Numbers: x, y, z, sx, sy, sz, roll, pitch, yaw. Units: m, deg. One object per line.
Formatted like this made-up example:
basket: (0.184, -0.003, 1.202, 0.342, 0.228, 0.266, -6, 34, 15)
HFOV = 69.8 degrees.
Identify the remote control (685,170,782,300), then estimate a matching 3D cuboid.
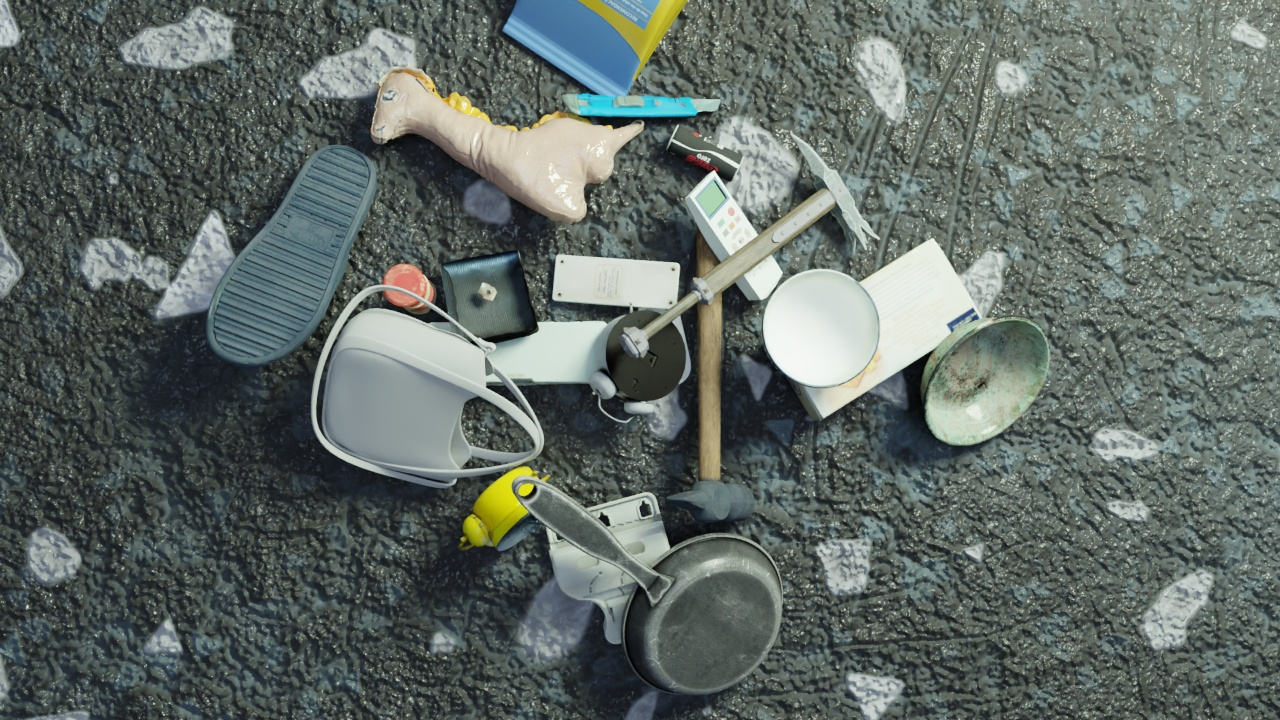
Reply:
remote control: (0.098, -0.128, 0.981, 0.143, 0.024, 0.049, 53, 57, -19)

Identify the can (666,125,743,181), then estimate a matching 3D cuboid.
can: (0.070, -0.226, 1.001, 0.080, 0.031, 0.031, 25, 88, -2)

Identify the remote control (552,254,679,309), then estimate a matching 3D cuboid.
remote control: (-0.027, -0.085, 0.995, 0.136, 0.011, 0.050, 5, 89, 7)

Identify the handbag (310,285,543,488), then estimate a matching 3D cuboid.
handbag: (-0.202, 0.046, 0.917, 0.222, 0.095, 0.216, 20, 127, -3)

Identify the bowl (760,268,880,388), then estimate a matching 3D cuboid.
bowl: (0.177, -0.030, 0.931, 0.118, 0.062, 0.118, 0, 88, -2)

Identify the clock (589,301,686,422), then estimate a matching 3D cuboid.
clock: (-0.006, 0.006, 0.960, 0.094, 0.035, 0.122, 32, 74, -23)

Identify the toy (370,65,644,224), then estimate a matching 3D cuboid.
toy: (-0.148, -0.252, 0.985, 0.264, 0.065, 0.195, 34, 69, 6)

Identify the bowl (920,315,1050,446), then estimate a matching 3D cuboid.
bowl: (0.360, 0.016, 0.981, 0.157, 0.038, 0.158, -10, 122, -17)

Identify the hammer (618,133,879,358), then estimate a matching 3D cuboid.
hammer: (0.100, -0.103, 0.947, 0.316, 0.028, 0.147, -37, 100, -21)

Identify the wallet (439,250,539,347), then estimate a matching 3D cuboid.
wallet: (-0.159, -0.064, 0.966, 0.089, 0.026, 0.114, -11, 58, -8)

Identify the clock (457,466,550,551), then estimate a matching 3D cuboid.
clock: (-0.140, 0.163, 0.959, 0.118, 0.083, 0.057, -41, 76, -1)

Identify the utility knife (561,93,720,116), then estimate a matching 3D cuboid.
utility knife: (0.004, -0.277, 0.993, 0.178, 0.015, 0.031, -4, 68, -16)

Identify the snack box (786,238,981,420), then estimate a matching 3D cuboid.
snack box: (0.250, -0.033, 0.995, 0.208, 0.057, 0.104, -32, 90, -3)

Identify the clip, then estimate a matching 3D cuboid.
clip: (-0.026, 0.226, 0.969, 0.126, 0.097, 0.152, -15, 80, 0)

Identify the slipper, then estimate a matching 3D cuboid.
slipper: (-0.354, -0.102, 0.962, 0.101, 0.083, 0.263, 24, 69, -6)

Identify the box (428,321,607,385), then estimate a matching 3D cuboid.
box: (-0.130, -0.009, 0.983, 0.199, 0.066, 0.083, -2, 108, -1)

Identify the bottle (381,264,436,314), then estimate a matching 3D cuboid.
bottle: (-0.236, -0.072, 0.946, 0.044, 0.109, 0.044, 0, 88, -6)

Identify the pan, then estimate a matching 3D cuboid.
pan: (0.011, 0.222, 0.929, 0.357, 0.055, 0.187, 40, 88, -26)

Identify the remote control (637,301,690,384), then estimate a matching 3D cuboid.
remote control: (0.023, -0.039, 1.006, 0.043, 0.013, 0.136, -13, 90, -3)

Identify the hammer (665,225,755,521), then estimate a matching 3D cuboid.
hammer: (0.073, 0.008, 0.975, 0.040, 0.129, 0.321, -6, 78, 35)

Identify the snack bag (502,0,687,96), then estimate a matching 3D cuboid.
snack bag: (-0.034, -0.400, 0.974, 0.159, 0.102, 0.205, 33, 108, -2)
